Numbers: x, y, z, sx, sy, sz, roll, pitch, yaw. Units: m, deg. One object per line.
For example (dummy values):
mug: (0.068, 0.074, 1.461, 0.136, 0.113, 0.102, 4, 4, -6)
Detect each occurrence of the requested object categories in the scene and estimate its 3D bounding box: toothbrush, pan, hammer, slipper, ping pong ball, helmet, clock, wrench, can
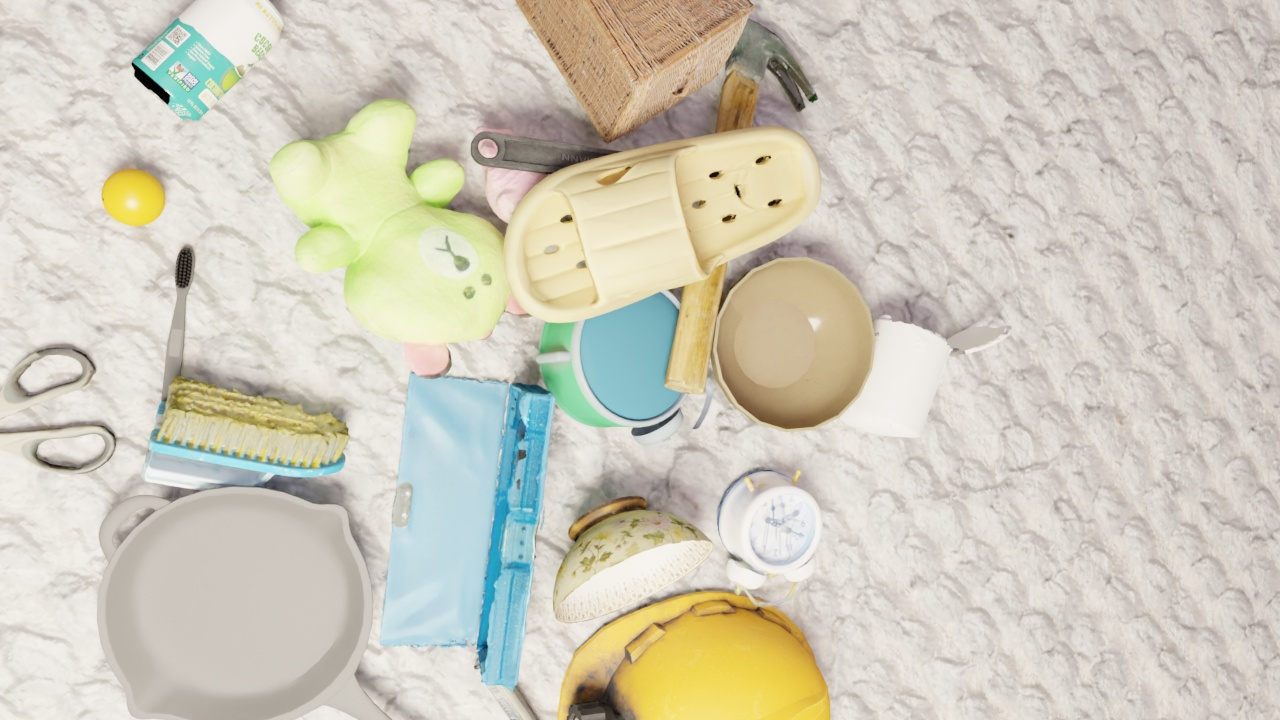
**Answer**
toothbrush: (-0.089, 0.330, 0.791, 0.022, 0.024, 0.185, -21, 105, 25)
pan: (-0.260, 0.229, 0.712, 0.216, 0.024, 0.354, -45, 104, -2)
hammer: (0.068, -0.133, 0.763, 0.132, 0.033, 0.330, 17, 75, -22)
slipper: (0.026, -0.109, 0.674, 0.261, 0.079, 0.111, -21, 100, -13)
ping pong ball: (-0.360, -0.116, 0.651, 0.040, 0.040, 0.040, -2, 95, -19)
helmet: (0.069, 0.316, 0.787, 0.255, 0.131, 0.205, 0, 94, -20)
clock: (-0.004, 0.005, 0.764, 0.161, 0.075, 0.121, 35, 69, -28)
wrench: (0.005, -0.148, 0.712, 0.273, 0.018, 0.073, 4, 88, -19)
toothbrush: (-0.346, -0.001, 0.682, 0.012, 0.013, 0.167, 7, 95, -20)
can: (-0.306, -0.222, 0.653, 0.055, 0.055, 0.101, 44, 80, -17)
clock: (0.119, 0.162, 0.833, 0.088, 0.052, 0.125, -6, 99, -19)

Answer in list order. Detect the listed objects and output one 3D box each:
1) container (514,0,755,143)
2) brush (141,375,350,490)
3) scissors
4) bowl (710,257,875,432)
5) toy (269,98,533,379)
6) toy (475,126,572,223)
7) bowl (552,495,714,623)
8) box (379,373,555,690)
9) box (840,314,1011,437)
container: (-0.019, -0.284, 0.692, 0.112, 0.114, 0.198, -33, 88, -15)
brush: (-0.290, 0.066, 0.684, 0.135, 0.055, 0.075, 15, 115, -26)
scissors: (-0.459, 0.041, 0.646, 0.164, 0.012, 0.150, 23, 86, -18)
bowl: (0.128, -0.014, 0.816, 0.152, 0.050, 0.152, -1, 92, -15)
toy: (-0.180, -0.088, 0.689, 0.149, 0.107, 0.197, -42, 117, -35)
toy: (-0.096, -0.147, 0.726, 0.053, 0.099, 0.096, -36, 80, 25)
bowl: (-0.017, 0.158, 0.763, 0.145, 0.145, 0.063, -19, 63, -16)
box: (-0.140, 0.129, 0.722, 0.112, 0.094, 0.231, 7, 93, -17)
box: (0.266, 0.009, 0.856, 0.136, 0.084, 0.147, 21, 87, -13)
